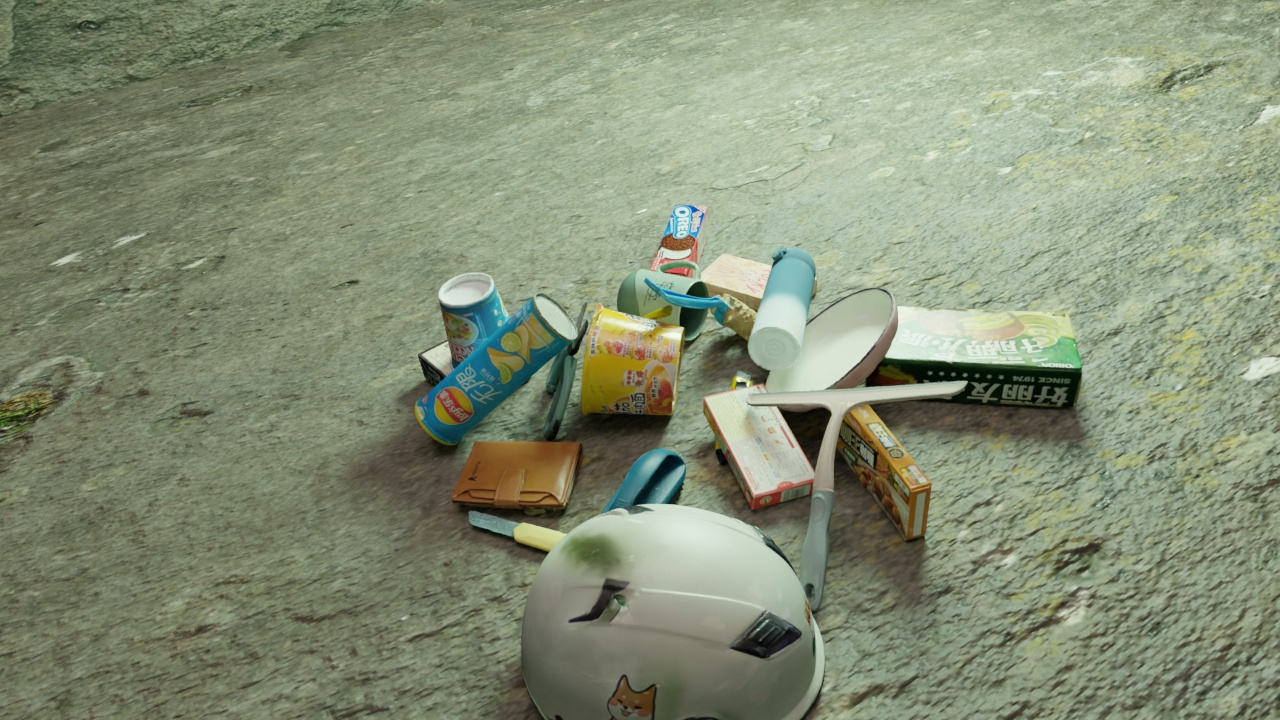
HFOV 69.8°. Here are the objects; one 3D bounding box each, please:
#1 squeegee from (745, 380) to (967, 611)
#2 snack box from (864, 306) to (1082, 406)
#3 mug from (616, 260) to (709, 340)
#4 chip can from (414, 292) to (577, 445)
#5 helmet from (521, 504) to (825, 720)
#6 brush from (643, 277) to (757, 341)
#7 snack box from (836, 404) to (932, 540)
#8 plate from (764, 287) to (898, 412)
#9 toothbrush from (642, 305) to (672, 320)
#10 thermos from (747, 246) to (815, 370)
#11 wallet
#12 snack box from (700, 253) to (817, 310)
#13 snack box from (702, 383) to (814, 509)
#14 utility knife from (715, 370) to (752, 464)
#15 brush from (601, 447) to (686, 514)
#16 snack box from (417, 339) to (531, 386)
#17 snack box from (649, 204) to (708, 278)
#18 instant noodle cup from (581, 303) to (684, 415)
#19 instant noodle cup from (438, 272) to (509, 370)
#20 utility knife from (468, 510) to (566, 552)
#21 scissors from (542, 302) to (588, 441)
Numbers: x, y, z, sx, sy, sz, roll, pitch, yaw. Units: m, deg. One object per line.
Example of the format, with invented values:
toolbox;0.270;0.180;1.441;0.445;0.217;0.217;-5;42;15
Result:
squeegee;0.187;0.125;0.919;0.248;0.040;0.249;-5;56;35
snack box;0.397;-0.007;1.113;0.240;0.063;0.114;4;38;14
mug;0.034;-0.090;1.255;0.106;0.082;0.111;15;70;32
chip can;-0.172;0.012;1.082;0.211;0.071;0.071;-40;32;19
helmet;0.024;0.213;0.802;0.274;0.157;0.229;-1;37;8
brush;0.084;-0.067;1.151;0.083;0.046;0.254;42;17;33
snack box;0.255;0.111;0.969;0.026;0.075;0.153;-14;37;-10
plate;0.232;-0.006;1.094;0.193;0.039;0.192;-41;17;15
toothbrush;0.004;-0.048;1.180;0.015;0.016;0.190;-32;5;-19
thermos;0.185;-0.074;1.184;0.070;0.070;0.219;4;36;14
wallet;-0.139;0.131;1.047;0.132;0.031;0.107;0;35;11
snack box;0.165;-0.108;1.319;0.157;0.026;0.084;19;44;31
snack box;0.132;0.093;1.035;0.077;0.027;0.155;-13;45;-11
utility knife;0.114;0.063;1.105;0.033;0.015;0.170;5;39;10
brush;0.004;0.139;0.970;0.055;0.074;0.143;17;37;23
snack box;-0.211;0.000;1.214;0.125;0.053;0.113;-30;43;-29
snack box;0.061;-0.163;1.385;0.057;0.058;0.206;6;38;12
instant noodle cup;-0.007;0.006;1.112;0.110;0.138;0.137;7;38;6
instant noodle cup;-0.204;-0.047;1.147;0.099;0.110;0.099;-7;39;6
utility knife;-0.093;0.188;0.970;0.212;0.022;0.030;15;40;17
scissors;-0.093;0.023;1.105;0.019;0.171;0.180;17;56;-13
